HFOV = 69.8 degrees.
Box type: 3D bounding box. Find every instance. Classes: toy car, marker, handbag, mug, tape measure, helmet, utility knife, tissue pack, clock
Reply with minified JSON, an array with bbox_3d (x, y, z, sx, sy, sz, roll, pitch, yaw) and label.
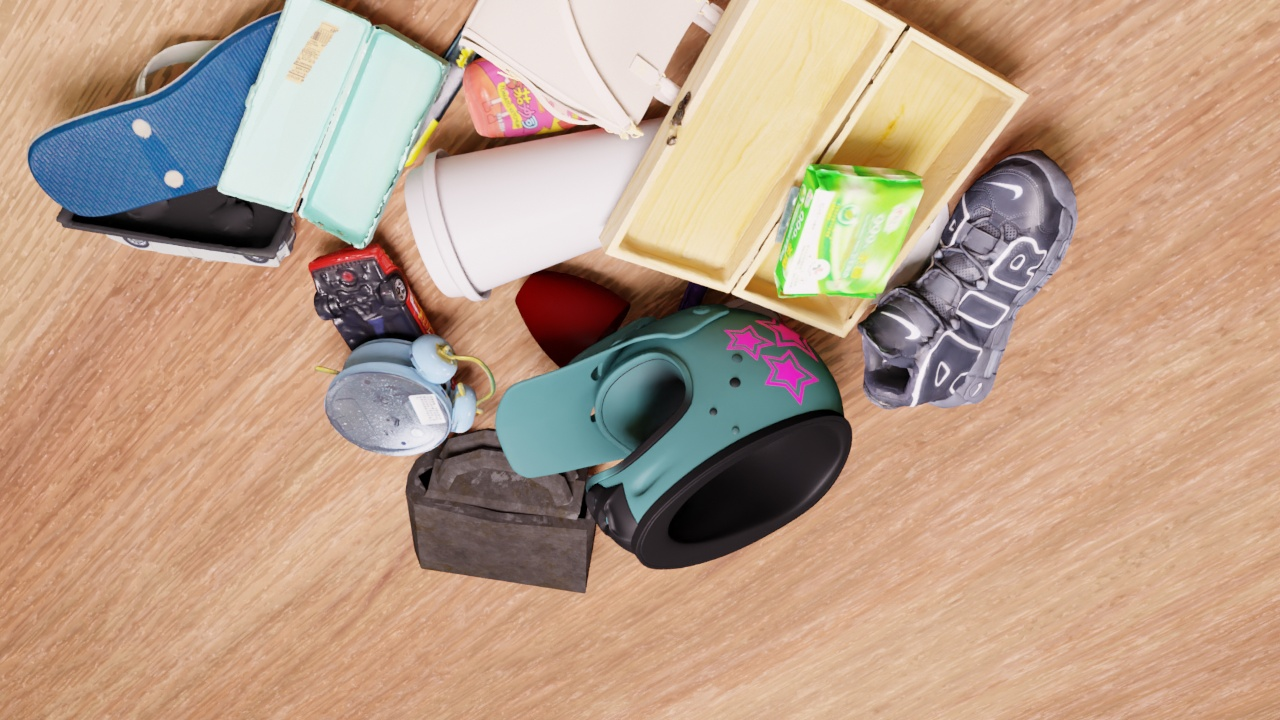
[{"bbox_3d":[-0.244,-0.028,0.889,0.082,0.056,0.189,-9,130,12],"label":"toy car"},{"bbox_3d":[0.064,-0.095,0.840,0.018,0.015,0.134,8,124,-23],"label":"marker"},{"bbox_3d":[-0.140,0.138,0.951,0.197,0.102,0.200,9,138,-1],"label":"handbag"},{"bbox_3d":[-0.074,-0.037,0.862,0.088,0.086,0.114,36,147,4],"label":"mug"},{"bbox_3d":[0.104,-0.032,0.873,0.060,0.020,0.062,-22,117,18],"label":"tape measure"},{"bbox_3d":[-0.406,-0.128,0.836,0.192,0.094,0.071,8,152,-1],"label":"toy car"},{"bbox_3d":[0.032,0.052,0.789,0.274,0.200,0.177,-20,136,-24],"label":"helmet"},{"bbox_3d":[-0.166,-0.234,0.776,0.028,0.020,0.173,32,117,-18],"label":"utility knife"},{"bbox_3d":[0.160,-0.100,0.722,0.099,0.034,0.114,-1,130,-16],"label":"tissue pack"},{"bbox_3d":[-0.218,0.032,0.868,0.162,0.060,0.118,-7,134,7],"label":"clock"},{"bbox_3d":[-0.004,-0.261,0.679,0.197,0.101,0.195,30,95,-17],"label":"handbag"}]

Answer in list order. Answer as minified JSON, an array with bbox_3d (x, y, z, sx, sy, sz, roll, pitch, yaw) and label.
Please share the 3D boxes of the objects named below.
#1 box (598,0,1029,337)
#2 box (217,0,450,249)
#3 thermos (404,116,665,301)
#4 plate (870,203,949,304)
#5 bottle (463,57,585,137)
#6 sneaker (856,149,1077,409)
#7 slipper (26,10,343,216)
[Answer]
[{"bbox_3d":[0.132,-0.154,0.718,0.253,0.068,0.248,13,123,-31],"label":"box"},{"bbox_3d":[-0.257,-0.196,0.765,0.138,0.052,0.187,25,115,-21],"label":"box"},{"bbox_3d":[-0.071,-0.135,0.773,0.222,0.131,0.132,-15,119,5],"label":"thermos"},{"bbox_3d":[0.195,-0.115,0.816,0.157,0.014,0.157,2,122,3],"label":"plate"},{"bbox_3d":[-0.073,-0.223,0.753,0.134,0.048,0.071,-7,139,6],"label":"bottle"},{"bbox_3d":[0.249,-0.054,0.763,0.150,0.097,0.253,-17,135,-31],"label":"sneaker"},{"bbox_3d":[-0.365,-0.208,0.778,0.295,0.060,0.118,-23,129,-1],"label":"slipper"}]
